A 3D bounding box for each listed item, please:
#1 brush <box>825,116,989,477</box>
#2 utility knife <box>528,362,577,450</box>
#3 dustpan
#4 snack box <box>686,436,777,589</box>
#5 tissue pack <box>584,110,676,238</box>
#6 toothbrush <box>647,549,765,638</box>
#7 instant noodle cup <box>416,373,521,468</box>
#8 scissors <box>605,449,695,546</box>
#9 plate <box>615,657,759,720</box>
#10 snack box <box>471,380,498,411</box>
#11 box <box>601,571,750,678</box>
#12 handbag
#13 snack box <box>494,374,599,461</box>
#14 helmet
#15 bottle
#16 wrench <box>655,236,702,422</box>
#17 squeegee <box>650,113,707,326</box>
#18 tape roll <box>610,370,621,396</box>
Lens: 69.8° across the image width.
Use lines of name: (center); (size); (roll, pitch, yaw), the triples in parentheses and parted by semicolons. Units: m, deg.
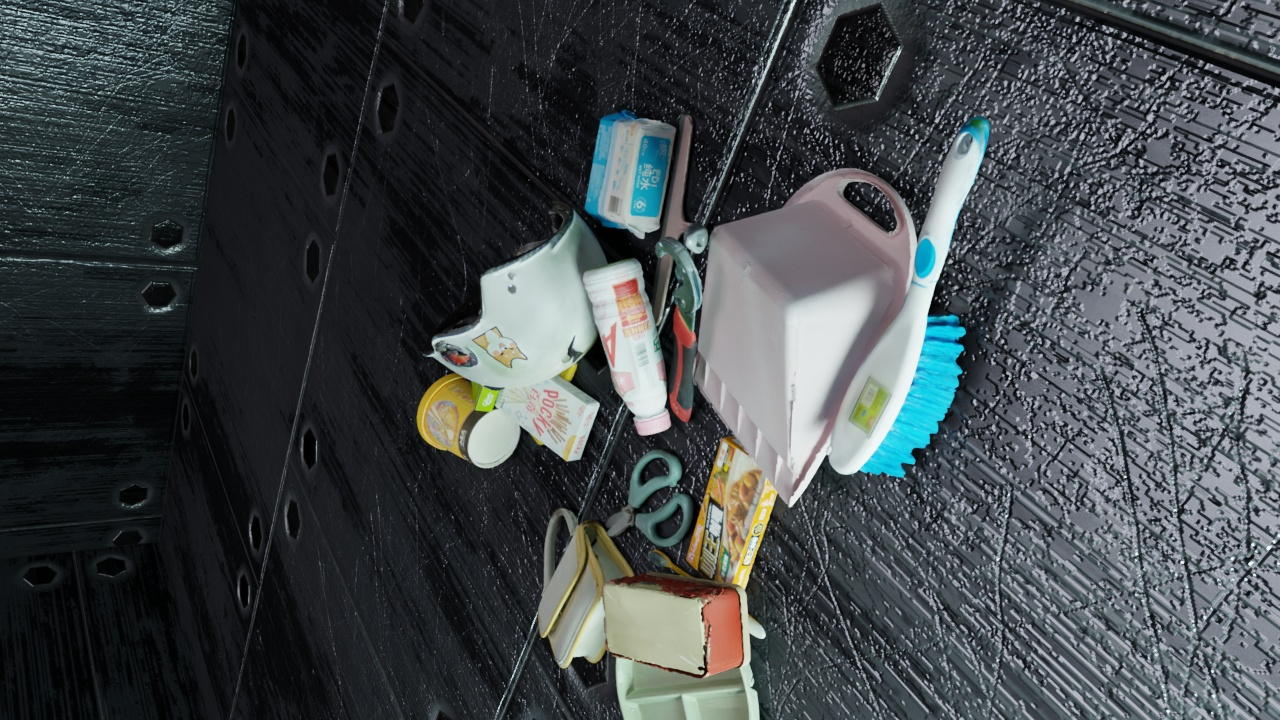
brush: (0.228, -0.035, 0.738); (0.060, 0.109, 0.315); (44, 121, 44)
utility knife: (-0.111, 0.044, 1.239); (0.033, 0.015, 0.196); (47, 124, 33)
dustpan: (0.158, -0.035, 0.872); (0.222, 0.138, 0.274); (-123, 25, -45)
snack box: (0.097, 0.164, 0.967); (0.075, 0.026, 0.154); (35, 118, 46)
tissue pack: (-0.011, -0.218, 1.072); (0.090, 0.063, 0.140); (27, 112, 49)
toothbrush: (0.068, 0.255, 1.011); (0.191, 0.018, 0.016); (27, 113, 48)
instant noodle cup: (-0.244, 0.092, 1.335); (0.114, 0.118, 0.118); (25, 110, 40)
scissors: (0.011, 0.193, 1.085); (0.132, 0.019, 0.186); (58, 133, 34)
plate: (0.050, 0.372, 1.028); (0.231, 0.027, 0.230); (-1, 89, 51)
snack box: (-0.220, -0.008, 1.303); (0.156, 0.026, 0.086); (-111, 36, -51)
box: (0.028, 0.275, 0.970); (0.169, 0.079, 0.091); (-8, 85, 51)
handbag: (-0.091, 0.282, 1.185); (0.178, 0.063, 0.164); (53, 127, 42)
snack box: (-0.127, 0.059, 1.222); (0.157, 0.026, 0.085); (32, 112, 34)
helmet: (-0.135, -0.055, 1.139); (0.157, 0.229, 0.275); (43, 129, -9)
bottle: (-0.009, -0.014, 1.041); (0.068, 0.068, 0.197); (-4, 104, 52)
wrench: (0.041, -0.019, 0.940); (0.056, 0.016, 0.274); (43, 155, 31)
squeegee: (0.051, -0.133, 0.954); (0.249, 0.040, 0.248); (-102, 21, -77)
tape roll: (-0.007, 0.006, 1.108); (0.086, 0.013, 0.086); (0, 90, 52)
